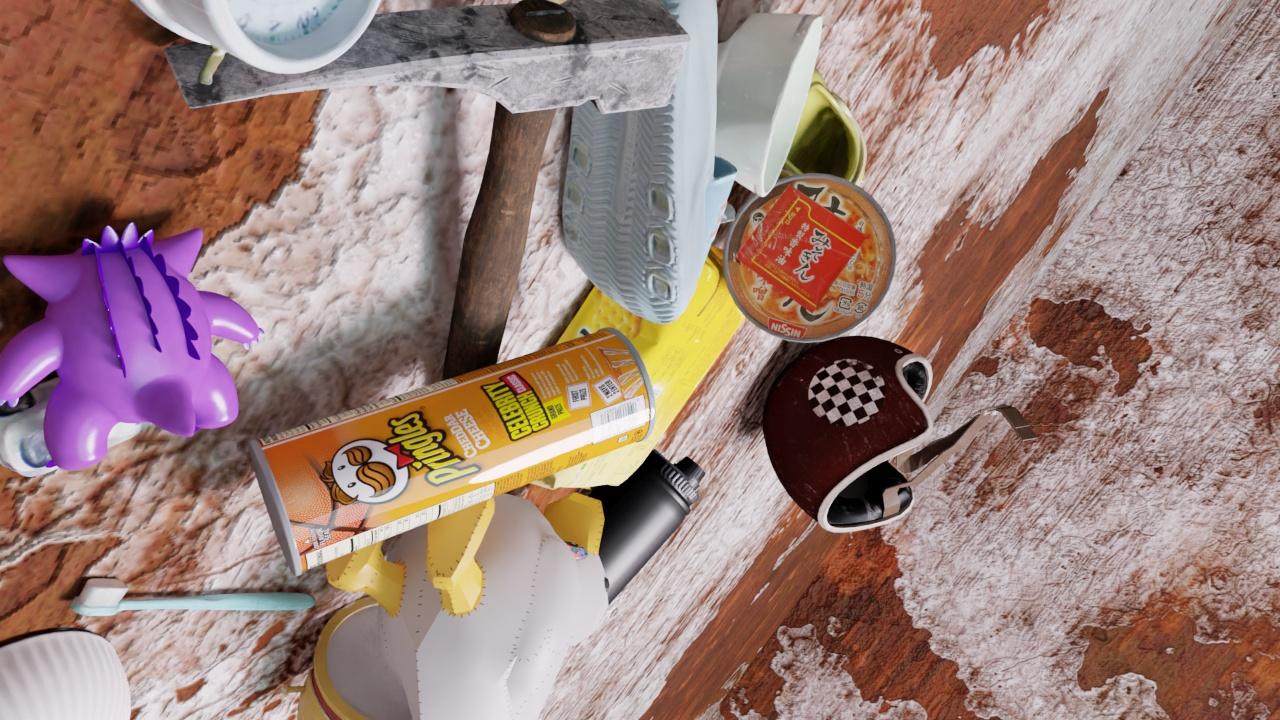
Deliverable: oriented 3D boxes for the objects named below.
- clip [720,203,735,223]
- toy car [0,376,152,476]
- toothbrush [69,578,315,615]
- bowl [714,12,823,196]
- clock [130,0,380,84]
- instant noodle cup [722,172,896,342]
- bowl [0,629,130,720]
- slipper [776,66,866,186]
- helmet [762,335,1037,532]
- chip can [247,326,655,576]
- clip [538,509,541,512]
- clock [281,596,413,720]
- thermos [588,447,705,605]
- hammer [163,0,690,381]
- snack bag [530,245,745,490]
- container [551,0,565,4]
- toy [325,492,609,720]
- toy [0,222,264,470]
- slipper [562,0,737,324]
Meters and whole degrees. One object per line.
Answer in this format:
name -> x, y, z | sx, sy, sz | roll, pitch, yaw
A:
clip -> 0.009, -0.107, 0.611 | 0.046, 0.102, 0.056 | -32, 107, -49
toy car -> -0.230, 0.020, 0.396 | 0.089, 0.027, 0.039 | -32, 148, -37
toothbrush -> -0.253, 0.141, 0.545 | 0.016, 0.016, 0.180 | -60, 156, -3
bowl -> 0.071, -0.171, 0.597 | 0.117, 0.061, 0.117 | 20, 89, -78
clock -> -0.121, -0.152, 0.312 | 0.117, 0.057, 0.083 | -49, 157, -23
instant noodle cup -> 0.135, -0.069, 0.719 | 0.123, 0.123, 0.121 | -53, 166, 5
bowl -> -0.313, 0.203, 0.466 | 0.117, 0.062, 0.118 | -40, 154, -24
slipper -> 0.146, -0.168, 0.732 | 0.091, 0.081, 0.190 | -56, 153, 3
helmet -> 0.272, 0.088, 1.098 | 0.233, 0.253, 0.234 | -21, 145, -6
chip can -> -0.101, 0.046, 0.524 | 0.214, 0.075, 0.075 | -19, 143, -27
clip -> -0.099, 0.160, 0.828 | 0.049, 0.044, 0.054 | -29, 157, 11
clock -> -0.180, 0.246, 0.696 | 0.158, 0.117, 0.081 | -10, 138, -47
thermos -> -0.022, 0.165, 0.899 | 0.198, 0.086, 0.086 | -47, 156, -10
hammer -> -0.112, -0.046, 0.481 | 0.217, 0.037, 0.301 | -17, 149, -30
snack bag -> -0.004, 0.004, 0.725 | 0.247, 0.068, 0.159 | -55, 155, 8
container -> 0.047, -0.236, 0.324 | 0.249, 0.186, 0.158 | -39, 153, -26
toy -> -0.100, 0.174, 0.651 | 0.267, 0.141, 0.246 | 54, 36, -50
toy -> -0.199, -0.008, 0.363 | 0.105, 0.056, 0.088 | -20, 102, -45
slipper -> 0.012, -0.122, 0.537 | 0.074, 0.104, 0.246 | -31, 145, -31
